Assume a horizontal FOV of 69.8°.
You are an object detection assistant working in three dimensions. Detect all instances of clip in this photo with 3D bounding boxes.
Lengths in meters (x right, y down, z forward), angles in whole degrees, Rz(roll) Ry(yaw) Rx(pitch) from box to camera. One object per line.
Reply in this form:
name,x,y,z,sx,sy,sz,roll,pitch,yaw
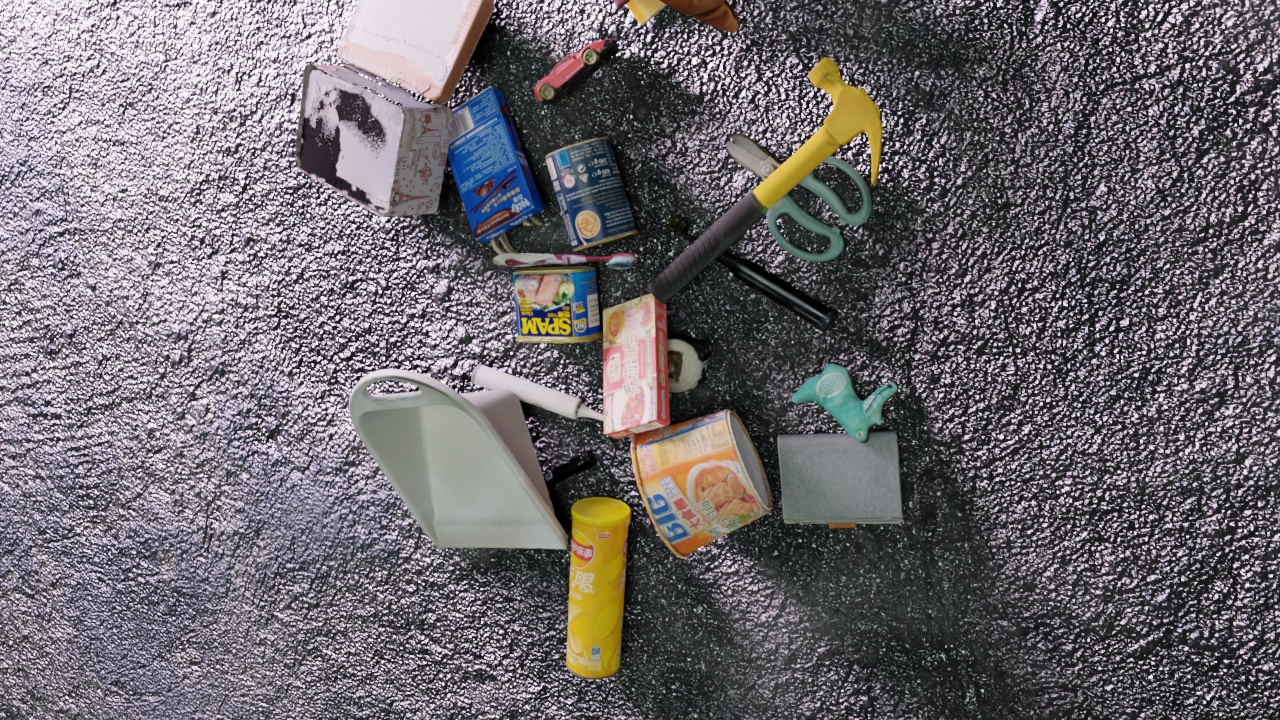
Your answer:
clip,-0.166,-0.151,1.081,0.101,0.035,0.096,9,104,21

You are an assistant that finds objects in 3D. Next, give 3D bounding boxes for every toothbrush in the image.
toothbrush,-0.102,0.050,1.110,0.221,0.026,0.026,18,94,13
toothbrush,0.118,-0.097,1.002,0.212,0.026,0.027,33,118,9
toothbrush,-0.088,-0.109,1.017,0.188,0.017,0.016,3,135,28

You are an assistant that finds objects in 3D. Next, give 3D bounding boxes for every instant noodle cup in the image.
instant noodle cup,0.071,0.128,1.011,0.111,0.151,0.151,-23,94,14

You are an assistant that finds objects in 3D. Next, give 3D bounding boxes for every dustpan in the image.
dustpan,-0.236,0.125,1.097,0.223,0.142,0.258,-6,97,31

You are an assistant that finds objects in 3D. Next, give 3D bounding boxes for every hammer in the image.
hammer,0.124,-0.165,0.959,0.301,0.032,0.129,-41,84,20

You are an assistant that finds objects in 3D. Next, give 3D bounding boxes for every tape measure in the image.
tape measure,0.044,0.003,1.046,0.066,0.033,0.066,13,106,17

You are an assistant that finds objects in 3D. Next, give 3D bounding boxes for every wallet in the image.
wallet,0.220,0.132,1.015,0.130,0.037,0.106,-4,90,19

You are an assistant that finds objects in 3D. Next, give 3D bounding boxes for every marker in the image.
marker,-0.111,0.148,1.140,0.132,0.020,0.022,-31,121,21

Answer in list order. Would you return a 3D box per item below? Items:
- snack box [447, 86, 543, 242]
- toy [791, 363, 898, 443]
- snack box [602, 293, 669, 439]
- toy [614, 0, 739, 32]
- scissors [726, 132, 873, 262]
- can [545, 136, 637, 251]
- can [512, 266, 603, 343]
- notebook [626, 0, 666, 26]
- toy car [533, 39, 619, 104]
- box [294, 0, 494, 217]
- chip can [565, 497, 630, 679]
snack box,-0.173,-0.223,1.050,0.085,0.026,0.157,-25,78,22
toy,0.227,0.043,0.992,0.096,0.030,0.092,-40,78,3
snack box,-0.006,0.006,1.019,0.075,0.025,0.152,-17,63,34
toy,0.018,-0.411,0.913,0.199,0.140,0.130,24,68,11
scissors,0.150,-0.167,0.980,0.185,0.019,0.129,23,108,14
can,-0.054,-0.184,1.013,0.075,0.075,0.111,-14,97,21
can,-0.097,-0.065,1.060,0.102,0.057,0.083,1,101,28
notebook,-0.002,-0.482,0.961,0.146,0.010,0.206,-34,91,22
toy car,-0.070,-0.318,1.002,0.106,0.049,0.031,-30,93,23
box,-0.283,-0.314,1.037,0.179,0.102,0.261,30,116,26
chip can,-0.054,0.278,1.122,0.072,0.072,0.213,9,105,17
